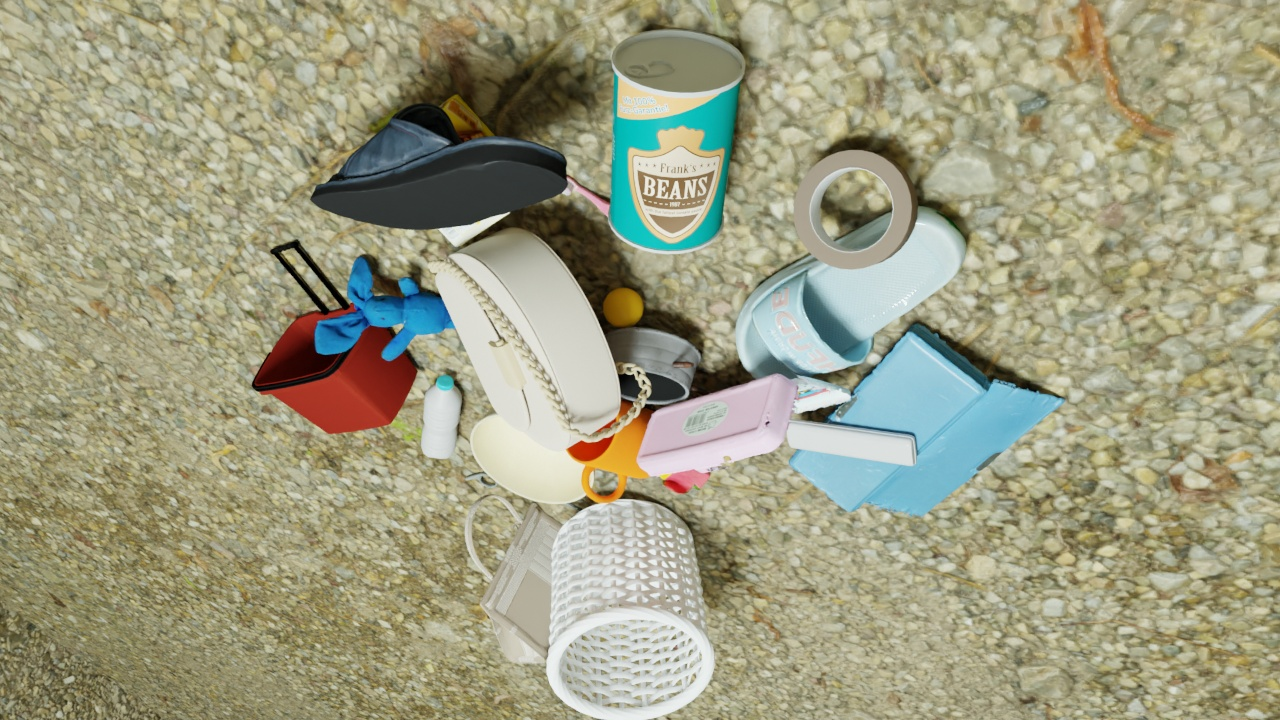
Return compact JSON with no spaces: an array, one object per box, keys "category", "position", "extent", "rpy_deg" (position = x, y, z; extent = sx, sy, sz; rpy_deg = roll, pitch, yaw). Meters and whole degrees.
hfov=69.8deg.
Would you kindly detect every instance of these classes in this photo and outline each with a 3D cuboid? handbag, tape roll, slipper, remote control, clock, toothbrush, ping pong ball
[{"category":"handbag","position":[-0.159,0.256,1.178],"extent":[0.062,0.175,0.198],"rpy_deg":[-12,124,32]},{"category":"tape roll","position":[0.172,-0.121,0.737],"extent":[0.094,0.030,0.094],"rpy_deg":[5,102,25]},{"category":"slipper","position":[0.175,-0.046,0.812],"extent":[0.104,0.074,0.246],"rpy_deg":[39,133,-15]},{"category":"handbag","position":[-0.102,-0.022,0.882],"extent":[0.209,0.103,0.211],"rpy_deg":[15,131,57]},{"category":"slipper","position":[-0.166,-0.167,0.757],"extent":[0.266,0.083,0.108],"rpy_deg":[-4,169,39]},{"category":"remote control","position":[0.206,0.081,0.907],"extent":[0.131,0.012,0.033],"rpy_deg":[6,125,34]},{"category":"clock","position":[-0.006,0.005,0.935],"extent":[0.148,0.056,0.104],"rpy_deg":[0,156,19]},{"category":"toothbrush","position":[-0.020,-0.136,0.848],"extent":[0.135,0.016,0.022],"rpy_deg":[27,137,-3]},{"category":"ping pong ball","position":[-0.017,-0.052,0.910],"extent":[0.040,0.040,0.040],"rpy_deg":[12,136,12]}]

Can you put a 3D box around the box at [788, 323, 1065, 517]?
[{"category":"box","position":[0.273,0.080,0.907],"extent":[0.175,0.060,0.232],"rpy_deg":[26,136,-4]}]

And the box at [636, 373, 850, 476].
[{"category":"box","position":[0.100,0.069,0.903],"extent":[0.101,0.111,0.202],"rpy_deg":[33,150,-25]}]

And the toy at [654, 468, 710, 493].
[{"category":"toy","position":[0.043,0.113,1.046],"extent":[0.084,0.046,0.104],"rpy_deg":[41,131,2]}]

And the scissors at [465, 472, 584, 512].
[{"category":"scissors","position":[-0.153,0.169,1.204],"extent":[0.153,0.014,0.131],"rpy_deg":[41,134,-13]}]

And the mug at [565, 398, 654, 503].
[{"category":"mug","position":[-0.028,0.098,0.987],"extent":[0.078,0.112,0.096],"rpy_deg":[5,169,40]}]

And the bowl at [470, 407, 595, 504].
[{"category":"bowl","position":[-0.113,0.090,1.065],"extent":[0.151,0.075,0.151],"rpy_deg":[13,137,12]}]

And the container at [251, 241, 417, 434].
[{"category":"container","position":[-0.367,-0.016,1.043],"extent":[0.148,0.126,0.201],"rpy_deg":[-10,134,30]}]

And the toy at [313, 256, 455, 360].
[{"category":"toy","position":[-0.256,-0.059,0.987],"extent":[0.176,0.112,0.071],"rpy_deg":[-1,172,-3]}]

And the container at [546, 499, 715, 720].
[{"category":"container","position":[-0.016,0.297,1.105],"extent":[0.189,0.186,0.190],"rpy_deg":[-2,123,-3]}]

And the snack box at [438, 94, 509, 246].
[{"category":"snack box","position":[-0.169,-0.173,0.842],"extent":[0.084,0.061,0.106],"rpy_deg":[-25,119,37]}]

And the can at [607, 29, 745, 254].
[{"category":"can","position":[0.025,-0.173,0.732],"extent":[0.099,0.099,0.144],"rpy_deg":[14,136,10]}]

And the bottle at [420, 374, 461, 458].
[{"category":"bottle","position":[-0.243,0.068,1.122],"extent":[0.044,0.044,0.137],"rpy_deg":[21,137,2]}]
